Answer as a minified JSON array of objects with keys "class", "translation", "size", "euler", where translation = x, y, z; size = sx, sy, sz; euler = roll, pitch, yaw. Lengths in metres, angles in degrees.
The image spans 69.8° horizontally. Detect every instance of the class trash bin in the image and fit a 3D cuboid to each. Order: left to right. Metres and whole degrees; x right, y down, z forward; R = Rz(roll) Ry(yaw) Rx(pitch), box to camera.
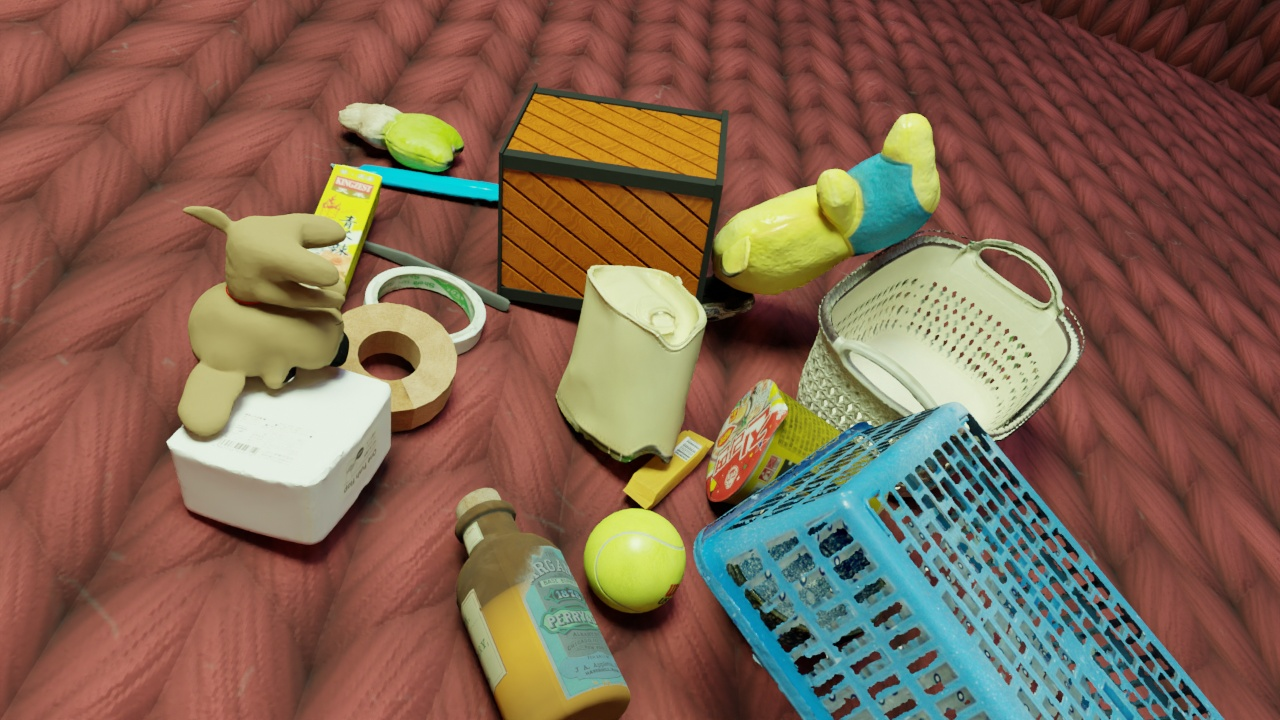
[{"class":"trash bin","translation":[-0.023,-0.134,0.791],"size":[0.172,0.140,0.139],"euler":[9,39,1]}]

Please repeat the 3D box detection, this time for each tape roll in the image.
[{"class":"tape roll","translation":[-0.179,0.004,0.651],"size":[0.094,0.027,0.093],"euler":[10,52,-13]},{"class":"tape roll","translation":[-0.171,-0.040,0.730],"size":[0.093,0.018,0.093],"euler":[15,39,-13]}]

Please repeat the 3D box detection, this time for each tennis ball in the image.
[{"class":"tennis ball","translation":[-0.004,0.128,0.586],"size":[0.065,0.065,0.065],"euler":[15,39,-13]}]

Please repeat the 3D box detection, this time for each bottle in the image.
[{"class":"bottle","translation":[-0.068,0.142,0.533],"size":[0.067,0.068,0.157],"euler":[-6,47,-33]}]

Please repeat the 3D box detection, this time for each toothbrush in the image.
[{"class":"toothbrush","translation":[-0.187,-0.079,0.773],"size":[0.167,0.013,0.013],"euler":[25,30,0]}]

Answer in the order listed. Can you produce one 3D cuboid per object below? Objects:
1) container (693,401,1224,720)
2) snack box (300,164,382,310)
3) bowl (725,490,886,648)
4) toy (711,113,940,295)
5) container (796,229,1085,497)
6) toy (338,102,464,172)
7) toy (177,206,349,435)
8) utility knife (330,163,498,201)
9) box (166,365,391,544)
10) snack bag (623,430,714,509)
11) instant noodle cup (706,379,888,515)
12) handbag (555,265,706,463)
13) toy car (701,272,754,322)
[{"class":"container","translation":[0.222,0.189,0.526],"size":[0.362,0.089,0.256],"euler":[53,36,12]},{"class":"snack box","translation":[-0.243,-0.097,0.733],"size":[0.040,0.029,0.147],"euler":[14,48,-12]},{"class":"bowl","translation":[0.102,0.150,0.621],"size":[0.114,0.061,0.114],"euler":[13,40,-12]},{"class":"toy","translation":[0.156,-0.116,0.786],"size":[0.084,0.214,0.148],"euler":[68,16,11]},{"class":"container","translation":[0.249,0.001,0.791],"size":[0.185,0.144,0.250],"euler":[43,49,19]},{"class":"toy","translation":[-0.232,-0.218,0.884],"size":[0.118,0.043,0.092],"euler":[19,30,-5]},{"class":"toy","translation":[-0.221,-0.034,0.543],"size":[0.105,0.108,0.134],"euler":[15,32,-22]},{"class":"utility knife","translation":[-0.202,-0.168,0.866],"size":[0.174,0.015,0.031],"euler":[8,38,-18]},{"class":"box","translation":[-0.219,0.066,0.569],"size":[0.102,0.095,0.107],"euler":[13,34,7]},{"class":"snack bag","translation":[0.021,0.081,0.691],"size":[0.026,0.020,0.099],"euler":[32,39,17]},{"class":"instant noodle cup","translation":[0.121,0.083,0.694],"size":[0.112,0.101,0.100],"euler":[26,37,-14]},{"class":"handbag","translation":[-0.004,0.004,0.680],"size":[0.081,0.119,0.111],"euler":[1,30,-28]},{"class":"toy car","translation":[0.049,-0.055,0.852],"size":[0.112,0.041,0.048],"euler":[-6,38,-10]}]
